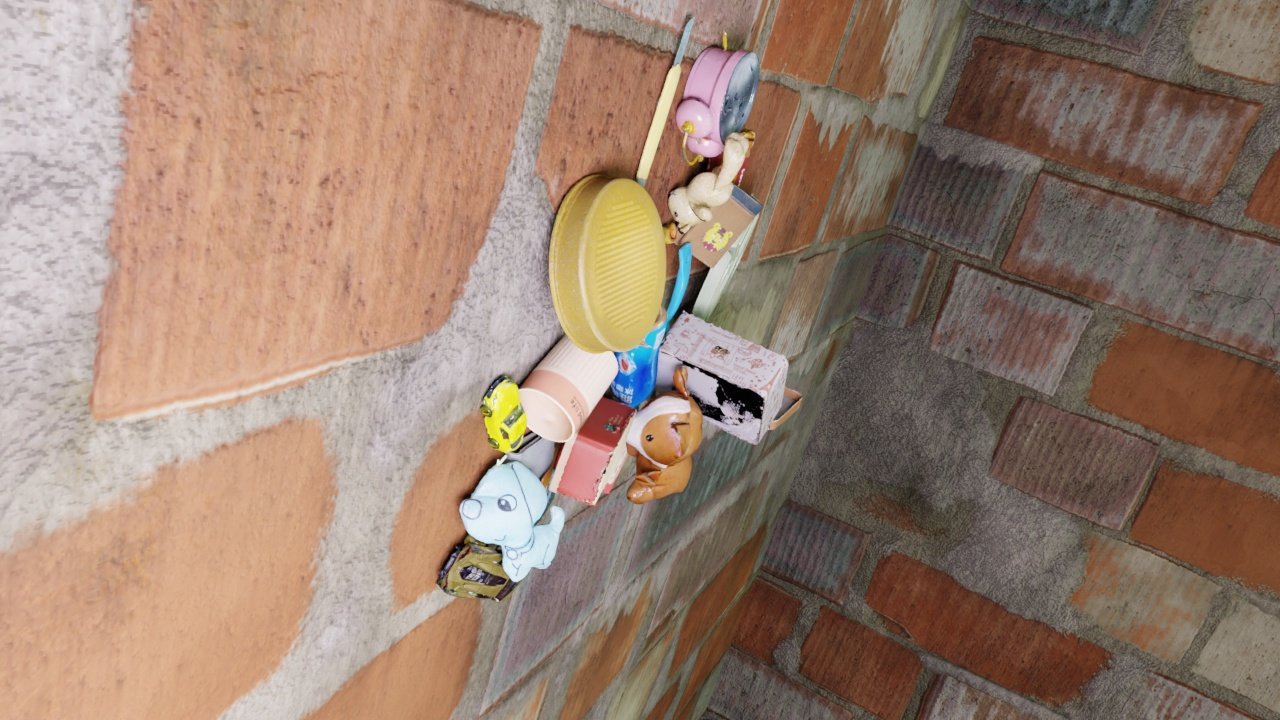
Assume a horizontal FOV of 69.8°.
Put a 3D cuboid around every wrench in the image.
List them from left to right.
[{"bbox_3d":[-0.091,0.092,1.212,0.273,0.016,0.056,-67,166,3],"label":"wrench"}]

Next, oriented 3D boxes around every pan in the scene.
[{"bbox_3d":[-0.010,-0.127,1.087,0.356,0.078,0.198,-30,120,-57],"label":"pan"}]

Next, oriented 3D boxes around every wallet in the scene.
[{"bbox_3d":[-0.138,0.150,1.123,0.106,0.037,0.130,-31,140,-58],"label":"wallet"},{"bbox_3d":[0.104,-0.193,1.269,0.090,0.033,0.115,29,110,-32],"label":"wallet"}]

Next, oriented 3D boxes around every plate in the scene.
[{"bbox_3d":[0.133,-0.150,1.426,0.230,0.027,0.230,-62,174,-12],"label":"plate"}]

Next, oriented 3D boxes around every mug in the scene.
[{"bbox_3d":[-0.087,0.037,1.069,0.105,0.082,0.115,-54,169,-36],"label":"mug"}]

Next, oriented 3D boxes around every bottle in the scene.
[{"bbox_3d":[-0.007,0.007,1.253,0.065,0.065,0.219,-51,161,-37],"label":"bottle"},{"bbox_3d":[0.112,-0.244,1.295,0.057,0.057,0.175,-34,143,-56],"label":"bottle"}]

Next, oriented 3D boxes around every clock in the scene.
[{"bbox_3d":[0.092,-0.319,1.156,0.158,0.060,0.117,-66,162,-4],"label":"clock"}]

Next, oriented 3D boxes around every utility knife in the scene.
[{"bbox_3d":[0.030,-0.298,1.075,0.205,0.021,0.030,-66,165,21],"label":"utility knife"}]

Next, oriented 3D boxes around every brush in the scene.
[{"bbox_3d":[0.046,-0.065,1.331,0.083,0.046,0.255,-44,157,-39],"label":"brush"}]

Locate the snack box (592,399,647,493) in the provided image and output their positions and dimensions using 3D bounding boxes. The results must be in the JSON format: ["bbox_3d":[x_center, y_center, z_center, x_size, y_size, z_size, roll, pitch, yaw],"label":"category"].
[{"bbox_3d":[-0.034,0.122,1.380,0.152,0.025,0.075,-63,161,-9],"label":"snack box"}]

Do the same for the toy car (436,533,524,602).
[{"bbox_3d":[-0.178,0.249,1.081,0.070,0.042,0.158,-57,148,0],"label":"toy car"}]

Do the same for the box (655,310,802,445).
[{"bbox_3d":[0.130,0.036,1.356,0.134,0.179,0.270,-64,160,-2],"label":"box"}]

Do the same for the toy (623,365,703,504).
[{"bbox_3d":[0.027,0.110,1.285,0.200,0.130,0.140,117,-24,-52],"label":"toy"}]

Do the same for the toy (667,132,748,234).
[{"bbox_3d":[0.088,-0.228,1.176,0.158,0.066,0.105,-47,-156,48],"label":"toy"}]

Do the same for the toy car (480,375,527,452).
[{"bbox_3d":[-0.146,0.062,1.008,0.048,0.032,0.105,-53,155,-33],"label":"toy car"}]

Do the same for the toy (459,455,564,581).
[{"bbox_3d":[-0.143,0.179,1.051,0.161,0.050,0.156,-13,104,-51],"label":"toy"}]

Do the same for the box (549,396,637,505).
[{"bbox_3d":[-0.050,0.114,1.148,0.168,0.076,0.091,-57,168,-72],"label":"box"}]
